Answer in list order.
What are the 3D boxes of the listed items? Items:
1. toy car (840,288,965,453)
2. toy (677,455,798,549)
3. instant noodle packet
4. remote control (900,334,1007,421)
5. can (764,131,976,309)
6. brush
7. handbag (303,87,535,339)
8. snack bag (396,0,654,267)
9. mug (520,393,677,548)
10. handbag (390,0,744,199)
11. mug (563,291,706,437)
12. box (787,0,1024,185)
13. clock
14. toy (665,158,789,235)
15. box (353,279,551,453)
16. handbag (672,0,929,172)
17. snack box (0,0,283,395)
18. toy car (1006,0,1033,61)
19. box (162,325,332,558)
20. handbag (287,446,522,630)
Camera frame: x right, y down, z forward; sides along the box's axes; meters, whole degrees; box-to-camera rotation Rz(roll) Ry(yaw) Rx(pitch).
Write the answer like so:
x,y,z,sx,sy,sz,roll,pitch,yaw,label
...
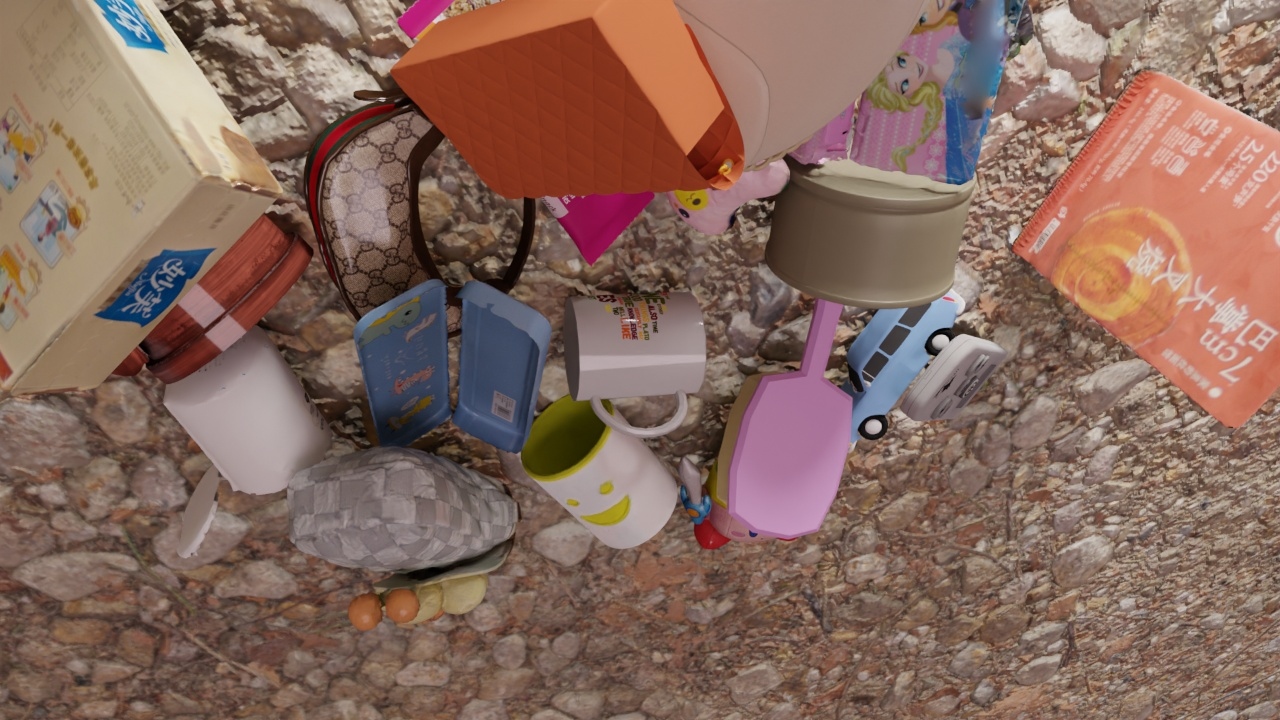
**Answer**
x,y,z,sx,sy,sz,roll,pitch,yaw,label
0.194,0.003,0.731,0.055,0.056,0.153,31,108,-10,toy car
0.087,0.098,0.771,0.124,0.096,0.132,0,143,-7,toy
0.382,-0.080,0.623,0.084,0.220,0.165,18,118,-23,instant noodle packet
0.252,0.017,0.730,0.074,0.019,0.150,-56,153,17,remote control
0.151,-0.097,0.609,0.127,0.127,0.073,-5,123,-12,can
0.122,0.021,0.706,0.089,0.043,0.228,13,93,-14,brush
-0.136,-0.095,0.587,0.138,0.063,0.167,-21,125,-21,handbag
-0.062,-0.150,0.570,0.070,0.016,0.196,-49,126,-14,snack bag
-0.030,0.086,0.718,0.082,0.082,0.106,-33,127,9,mug
-0.035,-0.134,0.473,0.060,0.172,0.109,-54,128,-23,handbag
-0.004,0.004,0.657,0.089,0.105,0.074,-3,164,-12,mug
0.131,-0.217,0.510,0.066,0.159,0.231,-29,136,-39,box
-0.275,-0.044,0.541,0.158,0.120,0.072,-37,118,2,clock
0.042,-0.126,0.596,0.093,0.050,0.103,36,154,-15,toy
-0.124,0.011,0.611,0.120,0.049,0.210,1,154,-11,box
0.041,-0.213,0.460,0.210,0.103,0.209,36,130,1,handbag
-0.291,-0.110,0.450,0.153,0.207,0.055,-40,168,14,snack box
0.204,-0.205,0.605,0.105,0.033,0.048,-31,128,13,toy car
-0.292,0.058,0.632,0.143,0.083,0.137,-27,128,-6,box
-0.169,0.128,0.652,0.113,0.123,0.171,-8,161,14,handbag
